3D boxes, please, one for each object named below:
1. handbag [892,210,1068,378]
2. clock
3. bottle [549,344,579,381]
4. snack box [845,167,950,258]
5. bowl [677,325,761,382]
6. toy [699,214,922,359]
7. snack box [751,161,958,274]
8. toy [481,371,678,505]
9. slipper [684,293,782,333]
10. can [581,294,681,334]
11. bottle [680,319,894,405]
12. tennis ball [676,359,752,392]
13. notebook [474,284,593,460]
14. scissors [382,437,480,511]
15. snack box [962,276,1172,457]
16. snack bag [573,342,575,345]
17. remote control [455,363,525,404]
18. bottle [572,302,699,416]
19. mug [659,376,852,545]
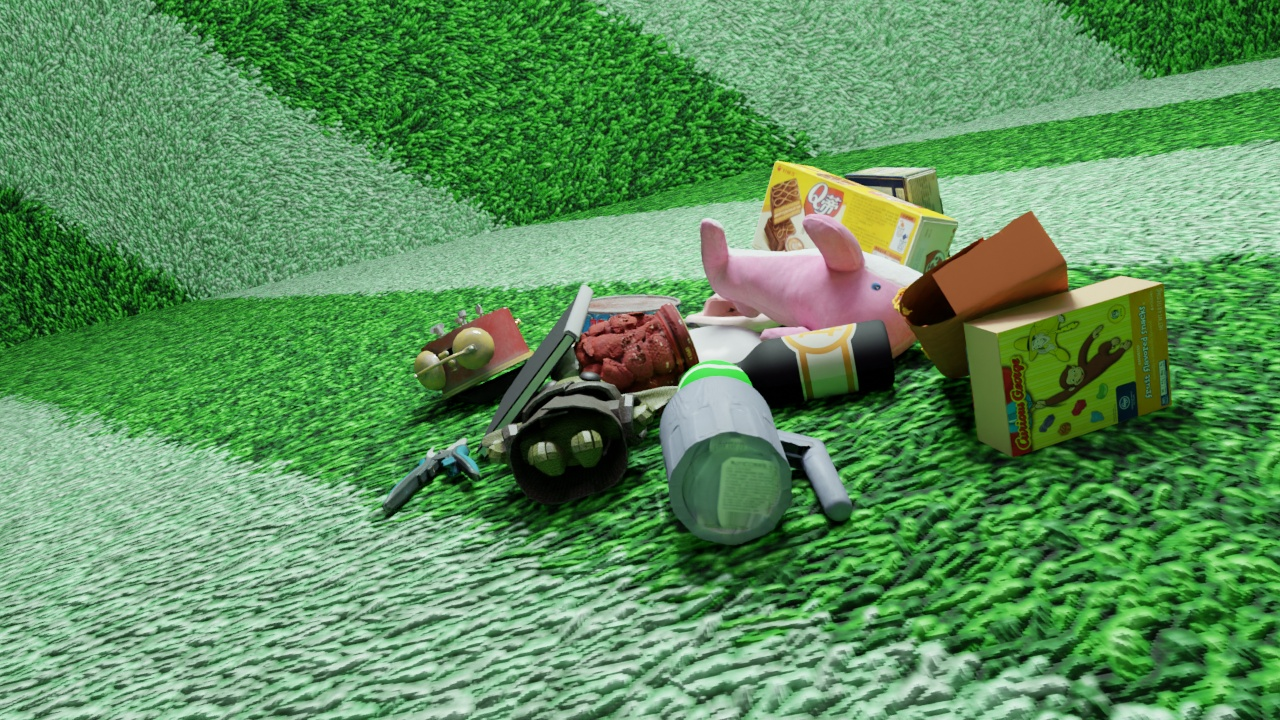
[{"bbox_3d":[0.258,-0.043,0.698,0.109,0.060,0.171,-31,-24,16],"label":"handbag"},{"bbox_3d":[-0.197,-0.013,1.042,0.117,0.081,0.158,-26,3,22],"label":"clock"},{"bbox_3d":[-0.077,0.011,0.997,0.044,0.044,0.136,-15,16,-7],"label":"bottle"},{"bbox_3d":[0.300,-0.150,1.065,0.042,0.144,0.145,-18,16,-9],"label":"snack box"},{"bbox_3d":[0.066,-0.007,0.942,0.149,0.043,0.149,-12,15,3],"label":"bowl"},{"bbox_3d":[0.163,-0.052,0.889,0.266,0.187,0.127,17,65,35],"label":"toy"},{"bbox_3d":[0.228,-0.140,1.015,0.061,0.110,0.230,-1,24,-35],"label":"snack box"},{"bbox_3d":[-0.055,0.056,0.753,0.179,0.078,0.152,-15,14,4],"label":"toy"},{"bbox_3d":[0.151,-0.075,1.090,0.221,0.056,0.107,-22,20,-33],"label":"slipper"},{"bbox_3d":[-0.015,-0.048,1.110,0.130,0.044,0.130,-2,12,0],"label":"can"},{"bbox_3d":[0.126,0.009,0.806,0.182,0.059,0.059,-10,16,10],"label":"bottle"},{"bbox_3d":[0.062,0.032,0.765,0.065,0.065,0.065,-12,16,3],"label":"tennis ball"},{"bbox_3d":[-0.102,0.004,0.925,0.149,0.016,0.206,-52,9,13],"label":"notebook"},{"bbox_3d":[-0.184,0.099,0.818,0.124,0.019,0.155,-27,15,-33],"label":"scissors"},{"bbox_3d":[0.295,0.003,0.633,0.125,0.088,0.040,-16,16,-10],"label":"snack box"},{"bbox_3d":[-0.044,-0.007,1.085,0.070,0.016,0.196,-16,15,-15],"label":"snack bag"},{"bbox_3d":[-0.151,0.021,1.075,0.033,0.015,0.146,2,22,44],"label":"remote control"},{"bbox_3d":[-0.005,0.005,0.860,0.111,0.099,0.099,-23,16,-5],"label":"bottle"},{"bbox_3d":[0.076,0.070,0.622,0.124,0.084,0.104,13,16,-4],"label":"mug"}]
